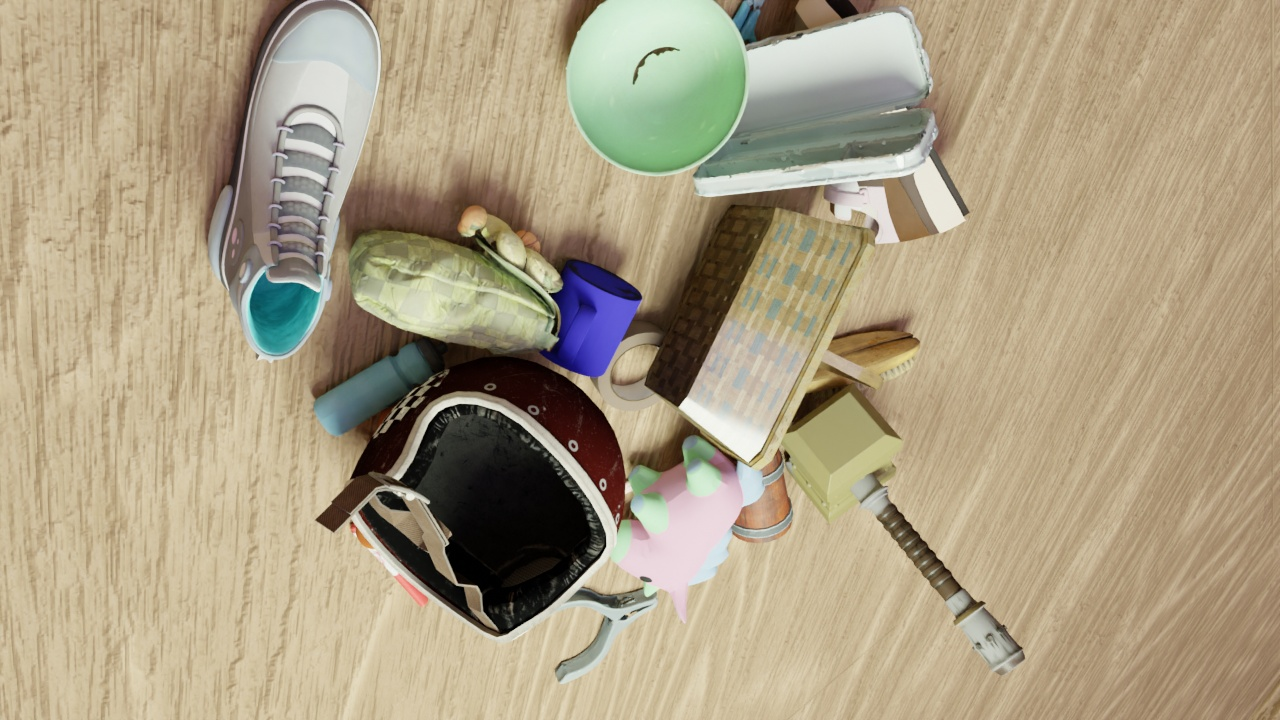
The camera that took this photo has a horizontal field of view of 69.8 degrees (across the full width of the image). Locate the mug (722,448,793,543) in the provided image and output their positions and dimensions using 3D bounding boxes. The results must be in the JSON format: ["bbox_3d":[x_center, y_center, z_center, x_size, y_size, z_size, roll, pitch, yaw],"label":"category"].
[{"bbox_3d":[0.118,0.150,1.085,0.117,0.081,0.111,-8,122,6],"label":"mug"}]

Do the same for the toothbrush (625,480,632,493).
[{"bbox_3d":[-0.064,0.170,1.037,0.181,0.018,0.016,-26,134,-11],"label":"toothbrush"}]

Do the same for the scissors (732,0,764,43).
[{"bbox_3d":[0.100,-0.318,0.822,0.055,0.015,0.136,19,104,-35],"label":"scissors"}]

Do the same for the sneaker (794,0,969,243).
[{"bbox_3d":[0.205,-0.221,0.889,0.117,0.111,0.294,-29,130,21],"label":"sneaker"}]

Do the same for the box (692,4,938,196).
[{"bbox_3d":[0.135,-0.201,0.782,0.130,0.211,0.105,56,43,-35],"label":"box"}]

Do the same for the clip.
[{"bbox_3d":[-0.074,0.312,1.113,0.169,0.031,0.164,-43,130,3],"label":"clip"}]

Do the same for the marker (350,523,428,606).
[{"bbox_3d":[-0.265,0.217,0.970,0.013,0.013,0.142,-32,128,-6],"label":"marker"}]

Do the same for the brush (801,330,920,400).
[{"bbox_3d":[0.234,0.009,1.058,0.195,0.059,0.043,-16,134,-15],"label":"brush"}]

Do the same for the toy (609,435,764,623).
[{"bbox_3d":[0.059,0.181,1.030,0.222,0.120,0.171,-32,121,17],"label":"toy"}]

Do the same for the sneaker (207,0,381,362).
[{"bbox_3d":[-0.246,-0.130,0.671,0.093,0.160,0.257,12,115,-32],"label":"sneaker"}]

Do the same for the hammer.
[{"bbox_3d":[0.297,0.199,1.014,0.100,0.324,0.190,-36,156,-3],"label":"hammer"}]

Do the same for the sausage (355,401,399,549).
[{"bbox_3d":[-0.246,0.112,0.893,0.039,0.044,0.164,16,113,-6],"label":"sausage"}]

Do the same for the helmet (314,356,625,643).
[{"bbox_3d":[-0.136,0.113,0.779,0.252,0.234,0.233,-48,116,-29],"label":"helmet"}]

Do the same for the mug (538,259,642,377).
[{"bbox_3d":[-0.053,-0.036,0.857,0.079,0.111,0.084,26,108,-3],"label":"mug"}]

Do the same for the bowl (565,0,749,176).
[{"bbox_3d":[0.018,-0.234,0.773,0.151,0.076,0.151,2,106,8],"label":"bowl"}]

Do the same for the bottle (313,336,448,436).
[{"bbox_3d":[-0.235,0.021,0.845,0.130,0.040,0.040,-32,128,-5],"label":"bottle"}]

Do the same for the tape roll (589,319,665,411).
[{"bbox_3d":[-0.006,0.006,0.955,0.093,0.030,0.094,-12,124,-19],"label":"tape roll"}]

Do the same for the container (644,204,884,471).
[{"bbox_3d":[0.141,-0.020,0.909,0.186,0.157,0.250,25,92,-21],"label":"container"}]

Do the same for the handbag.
[{"bbox_3d":[-0.150,-0.075,0.785,0.186,0.113,0.117,17,102,-32],"label":"handbag"}]
